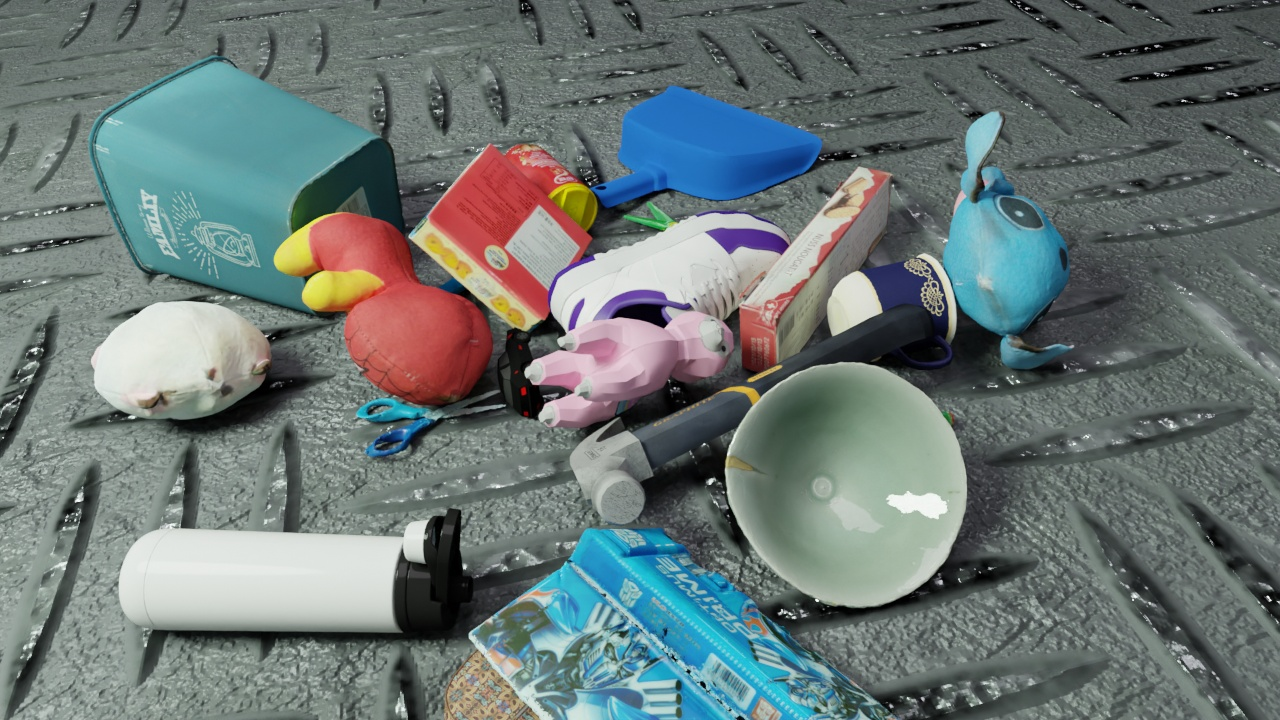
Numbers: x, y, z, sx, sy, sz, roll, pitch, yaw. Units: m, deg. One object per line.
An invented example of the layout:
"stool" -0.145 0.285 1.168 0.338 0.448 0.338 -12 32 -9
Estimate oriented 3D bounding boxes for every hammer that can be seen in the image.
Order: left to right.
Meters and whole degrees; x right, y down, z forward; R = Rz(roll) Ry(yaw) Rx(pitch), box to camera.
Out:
"hammer" 0.092 0.029 0.712 0.312 0.035 0.139 -25 15 -11

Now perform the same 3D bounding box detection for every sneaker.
"sneaker" 0.045 -0.059 0.844 0.244 0.092 0.111 -18 46 -13

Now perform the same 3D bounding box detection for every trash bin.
"trash bin" -0.377 -0.166 0.927 0.219 0.197 0.198 21 47 17

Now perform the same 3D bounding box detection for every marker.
"marker" -0.166 -0.093 0.951 0.018 0.015 0.122 26 46 25

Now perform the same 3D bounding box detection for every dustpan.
"dustpan" 0.036 -0.242 1.074 0.246 0.060 0.256 30 41 33

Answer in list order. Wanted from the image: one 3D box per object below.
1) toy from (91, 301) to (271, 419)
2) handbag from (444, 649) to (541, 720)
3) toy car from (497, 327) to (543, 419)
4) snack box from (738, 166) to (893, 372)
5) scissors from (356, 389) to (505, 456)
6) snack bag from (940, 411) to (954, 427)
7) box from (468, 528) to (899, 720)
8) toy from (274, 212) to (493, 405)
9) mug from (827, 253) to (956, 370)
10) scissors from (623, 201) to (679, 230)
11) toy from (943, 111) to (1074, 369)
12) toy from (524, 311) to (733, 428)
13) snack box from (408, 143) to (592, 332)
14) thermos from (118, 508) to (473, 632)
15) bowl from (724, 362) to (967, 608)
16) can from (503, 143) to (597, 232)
"toy" -0.413 -0.007 0.812 0.138 0.101 0.180 -21 25 -37
"handbag" -0.026 0.233 0.545 0.196 0.043 0.093 26 44 29
"toy car" -0.108 0.009 0.805 0.036 0.042 0.091 -11 42 -12
"snack box" 0.172 -0.093 0.881 0.044 0.077 0.272 18 46 27
"scissors" -0.174 0.054 0.786 0.135 0.016 0.083 -6 37 -10
"snack bag" 0.180 0.055 0.743 0.155 0.044 0.087 -4 53 -10
"box" 0.037 0.187 0.540 0.175 0.060 0.243 -13 37 -44
"toy" -0.215 -0.045 0.802 0.216 0.099 0.147 44 23 26
"mug" 0.220 -0.033 0.805 0.089 0.086 0.111 -13 54 -7
"scissors" 0.044 -0.148 1.000 0.108 0.012 0.131 -18 44 -18
"toy" 0.317 -0.107 0.810 0.099 0.224 0.191 -17 15 26
"toy" -0.005 0.005 0.754 0.157 0.124 0.067 -8 72 -36
"snack box" -0.130 -0.119 0.893 0.040 0.142 0.144 -33 22 39
"thermos" -0.231 0.139 0.621 0.230 0.101 0.068 1 38 3
"bowl" 0.142 0.089 0.670 0.174 0.068 0.174 1 80 -8
"can" -0.104 -0.187 1.013 0.066 0.067 0.124 -23 44 -21
